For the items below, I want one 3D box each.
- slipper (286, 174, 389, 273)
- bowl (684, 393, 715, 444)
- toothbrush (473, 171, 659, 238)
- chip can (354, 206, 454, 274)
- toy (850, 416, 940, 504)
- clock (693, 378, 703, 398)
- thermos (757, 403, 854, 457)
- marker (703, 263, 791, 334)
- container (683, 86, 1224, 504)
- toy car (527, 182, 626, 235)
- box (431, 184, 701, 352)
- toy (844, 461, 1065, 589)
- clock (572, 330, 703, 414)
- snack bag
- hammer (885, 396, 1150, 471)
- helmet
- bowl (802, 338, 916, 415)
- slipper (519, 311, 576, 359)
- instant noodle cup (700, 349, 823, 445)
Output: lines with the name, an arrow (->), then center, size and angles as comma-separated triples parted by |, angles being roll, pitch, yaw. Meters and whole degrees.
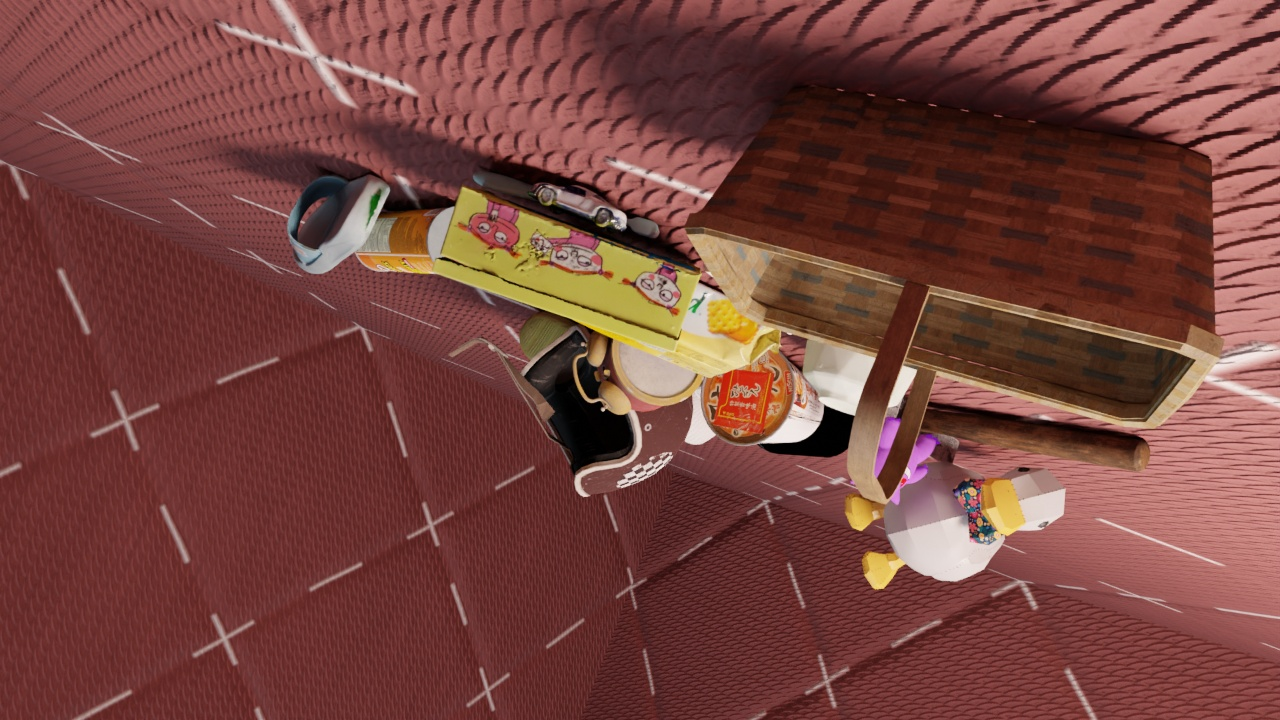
slipper -> -0.358, -0.168, 1.057 | 0.074, 0.104, 0.246 | 29, 162, -29
bowl -> 0.088, 0.058, 1.343 | 0.118, 0.117, 0.062 | 28, 140, -33
toothbrush -> -0.068, -0.139, 0.815 | 0.181, 0.016, 0.016 | 19, 179, 12
chip can -> -0.259, -0.138, 1.063 | 0.075, 0.075, 0.215 | 28, 168, -37
toy -> 0.276, 0.112, 1.020 | 0.106, 0.088, 0.056 | 25, 175, -23
clock -> 0.111, 0.023, 1.218 | 0.083, 0.057, 0.118 | 19, 163, 16
thermos -> 0.211, 0.087, 1.256 | 0.086, 0.086, 0.199 | 23, 171, -12
marker -> 0.107, -0.059, 0.871 | 0.017, 0.017, 0.145 | 12, 167, 45
container -> 0.150, -0.019, 0.482 | 0.250, 0.186, 0.157 | 18, 170, 23
toy car -> -0.052, -0.132, 0.777 | 0.090, 0.027, 0.038 | 22, -178, 13
box -> -0.057, -0.081, 0.820 | 0.221, 0.082, 0.124 | 21, -171, -1
toy -> 0.376, 0.181, 1.072 | 0.268, 0.140, 0.246 | -27, 162, 40
clock -> -0.006, 0.006, 1.084 | 0.158, 0.117, 0.081 | -15, 173, -24
snack bag -> 0.013, -0.051, 0.975 | 0.247, 0.068, 0.160 | 23, 172, -11
hammer -> 0.407, 0.091, 0.999 | 0.217, 0.037, 0.301 | 28, 168, -37
helmet -> -0.061, 0.059, 1.227 | 0.233, 0.253, 0.234 | 58, 177, 30
bowl -> 0.218, 0.020, 0.941 | 0.117, 0.061, 0.117 | 20, 171, 3
slipper -> -0.091, -0.017, 1.410 | 0.190, 0.092, 0.081 | 31, -150, -4
instant noodle cup -> 0.156, 0.048, 1.105 | 0.124, 0.123, 0.121 | 14, 178, 37
